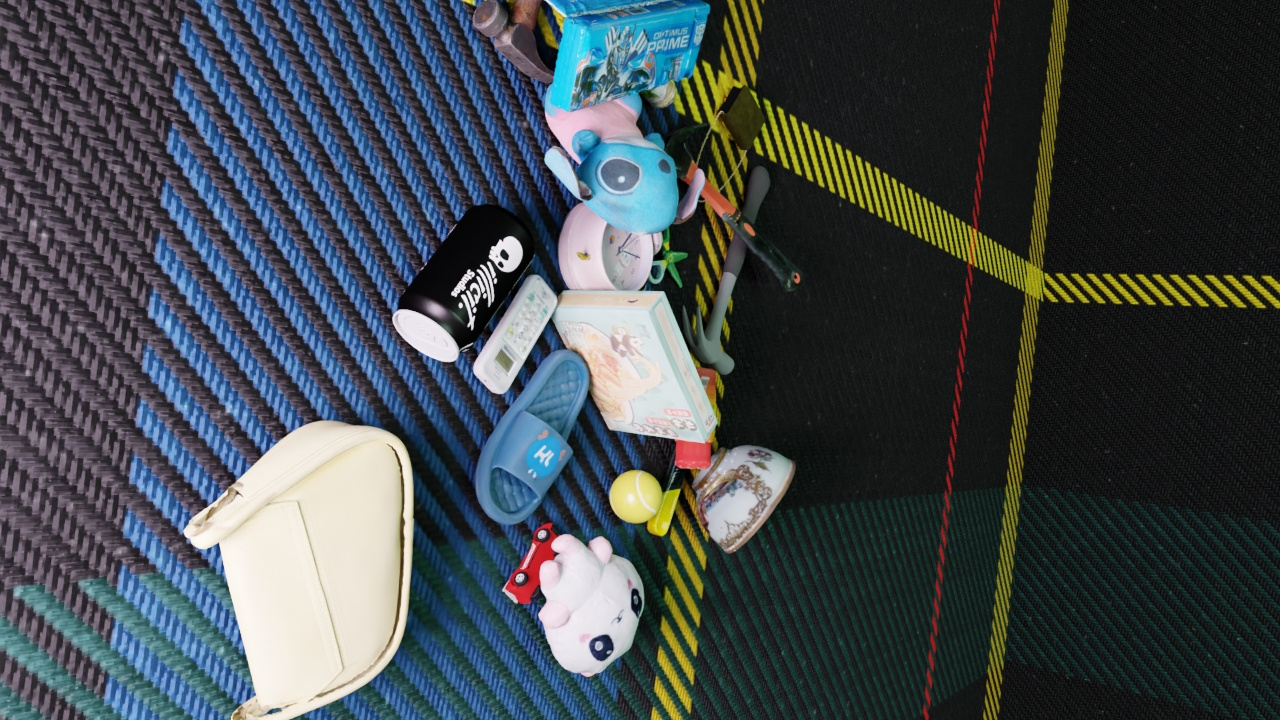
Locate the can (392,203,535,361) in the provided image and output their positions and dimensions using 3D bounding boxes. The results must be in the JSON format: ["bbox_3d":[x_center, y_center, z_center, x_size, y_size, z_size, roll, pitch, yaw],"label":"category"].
[{"bbox_3d":[-0.167,-0.076,0.881,0.145,0.080,0.080,-60,136,-29],"label":"can"}]

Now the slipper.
[{"bbox_3d":[-0.105,0.084,1.002,0.104,0.059,0.213,56,51,-43],"label":"slipper"}]

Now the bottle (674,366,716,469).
[{"bbox_3d":[0.071,0.077,1.222,0.071,0.049,0.134,10,78,-48],"label":"bottle"}]

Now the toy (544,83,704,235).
[{"bbox_3d":[-0.035,-0.220,0.985,0.223,0.099,0.191,-3,60,-45],"label":"toy"}]

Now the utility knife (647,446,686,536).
[{"bbox_3d":[0.047,0.153,1.239,0.028,0.020,0.173,35,66,-33],"label":"utility knife"}]

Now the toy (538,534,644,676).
[{"bbox_3d":[-0.063,0.267,1.036,0.138,0.101,0.180,-49,136,-29],"label":"toy"}]

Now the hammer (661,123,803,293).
[{"bbox_3d":[0.130,-0.192,1.260,0.333,0.033,0.132,39,63,-38],"label":"hammer"}]

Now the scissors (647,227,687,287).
[{"bbox_3d":[0.033,-0.124,1.180,0.131,0.012,0.112,59,44,-50],"label":"scissors"}]

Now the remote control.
[{"bbox_3d":[-0.134,-0.029,0.978,0.050,0.022,0.133,53,54,-42],"label":"remote control"}]

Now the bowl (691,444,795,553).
[{"bbox_3d":[0.129,0.176,1.271,0.094,0.160,0.159,38,55,-1],"label":"bowl"}]

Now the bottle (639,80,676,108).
[{"bbox_3d":[0.003,-0.349,1.103,0.110,0.043,0.042,38,64,-49],"label":"bottle"}]

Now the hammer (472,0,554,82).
[{"bbox_3d":[-0.088,-0.464,0.983,0.120,0.033,0.329,32,68,-54],"label":"hammer"}]

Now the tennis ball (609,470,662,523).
[{"bbox_3d":[-0.006,0.168,1.134,0.065,0.065,0.065,-9,101,-52],"label":"tennis ball"}]

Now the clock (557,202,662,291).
[{"bbox_3d":[-0.029,-0.140,1.072,0.157,0.059,0.117,-60,136,-30],"label":"clock"}]

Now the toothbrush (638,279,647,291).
[{"bbox_3d":[0.004,-0.106,1.158,0.017,0.014,0.188,17,79,-35],"label":"toothbrush"}]

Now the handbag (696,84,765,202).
[{"bbox_3d":[0.114,-0.294,1.276,0.084,0.027,0.177,47,64,-42],"label":"handbag"}]

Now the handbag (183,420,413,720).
[{"bbox_3d":[-0.277,0.174,0.775,0.190,0.089,0.233,-21,113,-44],"label":"handbag"}]

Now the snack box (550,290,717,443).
[{"bbox_3d":[-0.006,0.006,1.051,0.044,0.142,0.194,-52,132,-36],"label":"snack box"}]

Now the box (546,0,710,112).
[{"bbox_3d":[-0.034,-0.361,0.994,0.242,0.114,0.114,-34,148,-48],"label":"box"}]

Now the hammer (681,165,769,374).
[{"bbox_3d":[0.132,-0.142,1.307,0.125,0.030,0.310,39,64,-48],"label":"hammer"}]

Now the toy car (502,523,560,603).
[{"bbox_3d":[-0.118,0.227,1.028,0.089,0.025,0.038,-63,143,-29],"label":"toy car"}]
